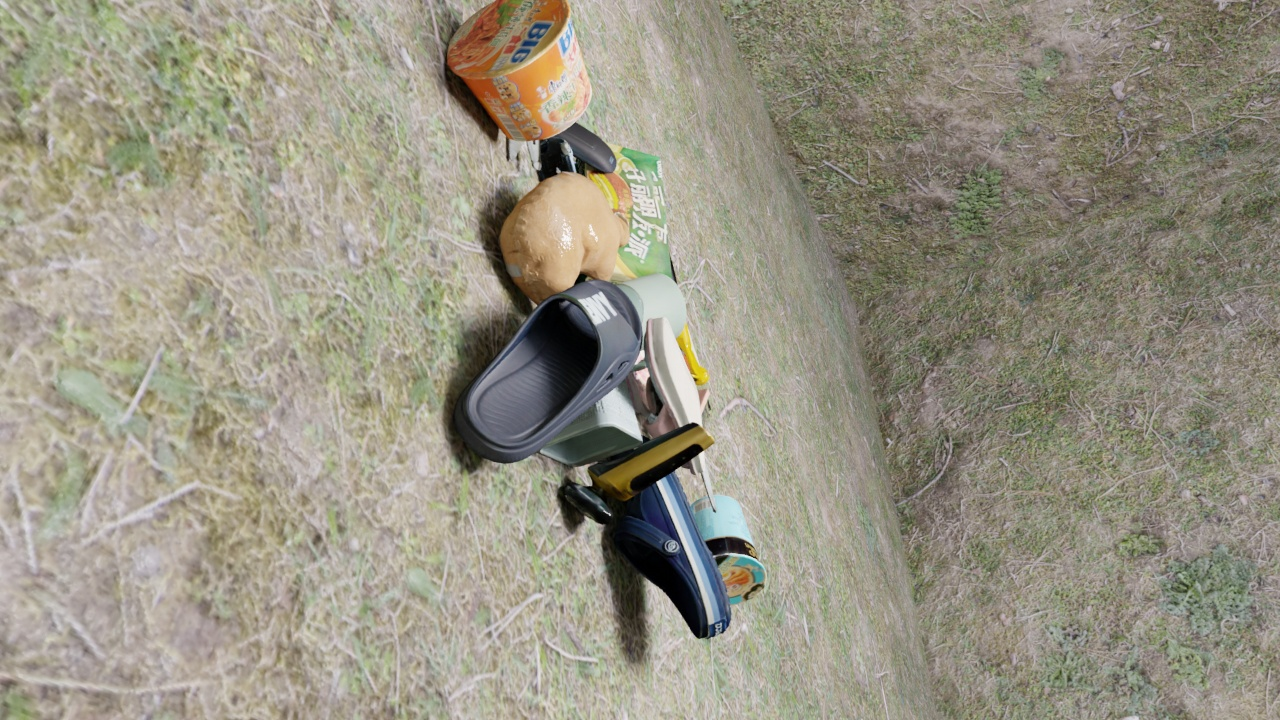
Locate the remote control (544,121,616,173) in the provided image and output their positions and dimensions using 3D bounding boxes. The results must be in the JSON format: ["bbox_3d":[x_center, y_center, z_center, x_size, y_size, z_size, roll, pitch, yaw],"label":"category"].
[{"bbox_3d":[-0.087,-0.291,1.199,0.136,0.024,0.053,27,48,-18],"label":"remote control"}]

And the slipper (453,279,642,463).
[{"bbox_3d":[-0.070,-0.007,0.882,0.110,0.084,0.267,40,46,2],"label":"slipper"}]

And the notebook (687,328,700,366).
[{"bbox_3d":[0.047,-0.069,1.470,0.145,0.010,0.206,-3,76,-69],"label":"notebook"}]

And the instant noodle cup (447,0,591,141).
[{"bbox_3d":[-0.131,-0.333,1.056,0.111,0.151,0.151,60,22,-49],"label":"instant noodle cup"}]

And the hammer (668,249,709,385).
[{"bbox_3d":[0.046,-0.109,1.429,0.128,0.033,0.300,33,41,-69],"label":"hammer"}]

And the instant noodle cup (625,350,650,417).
[{"bbox_3d":[-0.007,0.007,1.195,0.173,0.060,0.138,-9,82,-71],"label":"instant noodle cup"}]

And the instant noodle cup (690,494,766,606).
[{"bbox_3d":[0.105,0.249,1.230,0.111,0.111,0.120,56,17,-36],"label":"instant noodle cup"}]

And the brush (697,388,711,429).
[{"bbox_3d":[0.055,0.079,1.293,0.145,0.063,0.073,-60,132,-62],"label":"brush"}]

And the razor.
[{"bbox_3d":[0.002,0.117,0.967,0.062,0.167,0.067,54,9,-45],"label":"razor"}]

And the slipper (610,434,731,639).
[{"bbox_3d":[0.018,0.206,1.049,0.105,0.095,0.252,100,-32,-53],"label":"slipper"}]

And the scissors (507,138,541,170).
[{"bbox_3d":[-0.132,-0.329,1.166,0.213,0.015,0.197,-30,84,-43],"label":"scissors"}]

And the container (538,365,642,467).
[{"bbox_3d":[-0.061,0.043,0.986,0.090,0.090,0.111,37,37,-58],"label":"container"}]

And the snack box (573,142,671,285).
[{"bbox_3d":[-0.028,-0.183,1.219,0.114,0.063,0.239,11,53,-19],"label":"snack box"}]

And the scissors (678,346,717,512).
[{"bbox_3d":[0.077,0.089,1.226,0.235,0.022,0.124,69,21,-11],"label":"scissors"}]

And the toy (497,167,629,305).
[{"bbox_3d":[-0.072,-0.151,1.056,0.225,0.083,0.143,-40,125,-47],"label":"toy"}]

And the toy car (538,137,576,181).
[{"bbox_3d":[-0.101,-0.232,1.169,0.031,0.049,0.105,-2,75,-73],"label":"toy car"}]

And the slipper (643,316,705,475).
[{"bbox_3d":[0.033,0.049,1.069,0.275,0.054,0.114,67,17,-55],"label":"slipper"}]

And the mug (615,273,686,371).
[{"bbox_3d":[-0.012,-0.037,1.071,0.106,0.082,0.112,-21,121,-40],"label":"mug"}]
